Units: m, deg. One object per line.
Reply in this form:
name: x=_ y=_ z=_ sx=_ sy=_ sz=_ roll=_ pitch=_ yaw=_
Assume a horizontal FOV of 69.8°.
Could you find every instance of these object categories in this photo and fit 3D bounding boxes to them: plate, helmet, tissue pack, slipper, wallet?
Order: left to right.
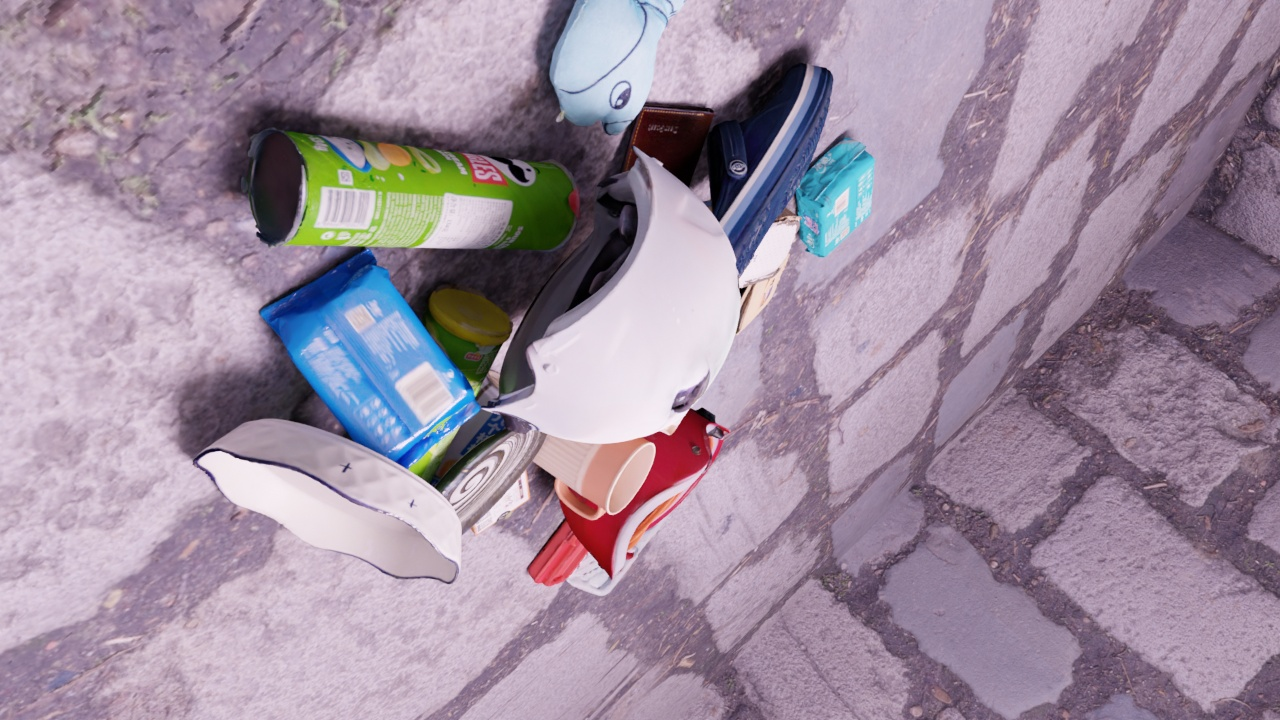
plate: x=-0.225 y=0.106 z=0.691 sx=0.205 sy=0.205 sz=0.045 roll=81 pitch=28 yaw=-58
tissue pack: x=-0.195 y=0.003 z=0.677 sx=0.094 sy=0.052 sz=0.157 roll=-39 pitch=111 yaw=-17
plate: x=-0.155 y=0.114 z=0.845 sx=0.179 sy=0.024 sz=0.179 roll=-46 pitch=169 yaw=-11
helmet: x=-0.009 y=-0.028 z=0.730 sx=0.259 sy=0.146 sz=0.228 roll=-38 pitch=-155 yaw=62
helmet: x=-0.006 y=0.123 z=1.076 sx=0.207 sy=0.144 sz=0.239 roll=-54 pitch=170 yaw=17
wallet: x=0.015 y=-0.170 z=0.825 sx=0.096 sy=0.020 sz=0.122 roll=-14 pitch=131 yaw=-47
slipper: x=0.099 y=-0.175 z=0.862 sx=0.252 sy=0.095 sz=0.105 roll=-61 pitch=173 yaw=-21
wallet: x=0.146 y=-0.087 z=1.098 sx=0.114 sy=0.024 sz=0.087 roll=-40 pitch=153 yaw=-52
tissue pack: x=0.229 y=-0.188 z=1.083 sx=0.093 sy=0.050 sz=0.133 roll=-43 pitch=154 yaw=-11

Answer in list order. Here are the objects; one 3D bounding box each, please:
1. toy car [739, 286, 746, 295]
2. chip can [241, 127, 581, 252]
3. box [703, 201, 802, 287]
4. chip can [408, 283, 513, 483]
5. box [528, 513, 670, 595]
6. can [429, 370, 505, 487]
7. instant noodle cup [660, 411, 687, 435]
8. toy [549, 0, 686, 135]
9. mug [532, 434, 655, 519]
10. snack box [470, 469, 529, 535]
toy car: x=0.075 y=-0.068 z=1.031 sx=0.155 sy=0.041 sz=0.071 roll=-32 pitch=154 yaw=-46
chip can: x=-0.144 y=-0.110 z=0.626 sx=0.235 sy=0.072 sz=0.072 roll=-8 pitch=134 yaw=-51
box: x=0.086 y=-0.119 z=0.963 sx=0.183 sy=0.062 sz=0.090 roll=-16 pitch=140 yaw=-42
chip can: x=-0.185 y=0.045 z=0.778 sx=0.072 sy=0.072 sz=0.222 roll=-4 pitch=130 yaw=-54
box: x=-0.048 y=0.233 z=1.254 sx=0.161 sy=0.059 sz=0.201 roll=25 pitch=107 yaw=-46
can: x=-0.167 y=0.075 z=0.867 sx=0.134 sy=0.053 sz=0.053 roll=-50 pitch=153 yaw=6
instant noodle cup: x=-0.005 y=0.005 z=0.898 sx=0.116 sy=0.124 sz=0.116 roll=-57 pitch=165 yaw=-5
toy: x=-0.015 y=-0.239 z=0.663 sx=0.156 sy=0.050 sz=0.161 roll=-43 pitch=148 yaw=-12
mug: x=-0.055 y=0.107 z=0.941 sx=0.081 sy=0.106 sz=0.115 roll=-32 pitch=146 yaw=-51
snack box: x=-0.159 y=0.124 z=0.975 sx=0.075 sy=0.026 sz=0.154 roll=-34 pitch=151 yaw=-25
